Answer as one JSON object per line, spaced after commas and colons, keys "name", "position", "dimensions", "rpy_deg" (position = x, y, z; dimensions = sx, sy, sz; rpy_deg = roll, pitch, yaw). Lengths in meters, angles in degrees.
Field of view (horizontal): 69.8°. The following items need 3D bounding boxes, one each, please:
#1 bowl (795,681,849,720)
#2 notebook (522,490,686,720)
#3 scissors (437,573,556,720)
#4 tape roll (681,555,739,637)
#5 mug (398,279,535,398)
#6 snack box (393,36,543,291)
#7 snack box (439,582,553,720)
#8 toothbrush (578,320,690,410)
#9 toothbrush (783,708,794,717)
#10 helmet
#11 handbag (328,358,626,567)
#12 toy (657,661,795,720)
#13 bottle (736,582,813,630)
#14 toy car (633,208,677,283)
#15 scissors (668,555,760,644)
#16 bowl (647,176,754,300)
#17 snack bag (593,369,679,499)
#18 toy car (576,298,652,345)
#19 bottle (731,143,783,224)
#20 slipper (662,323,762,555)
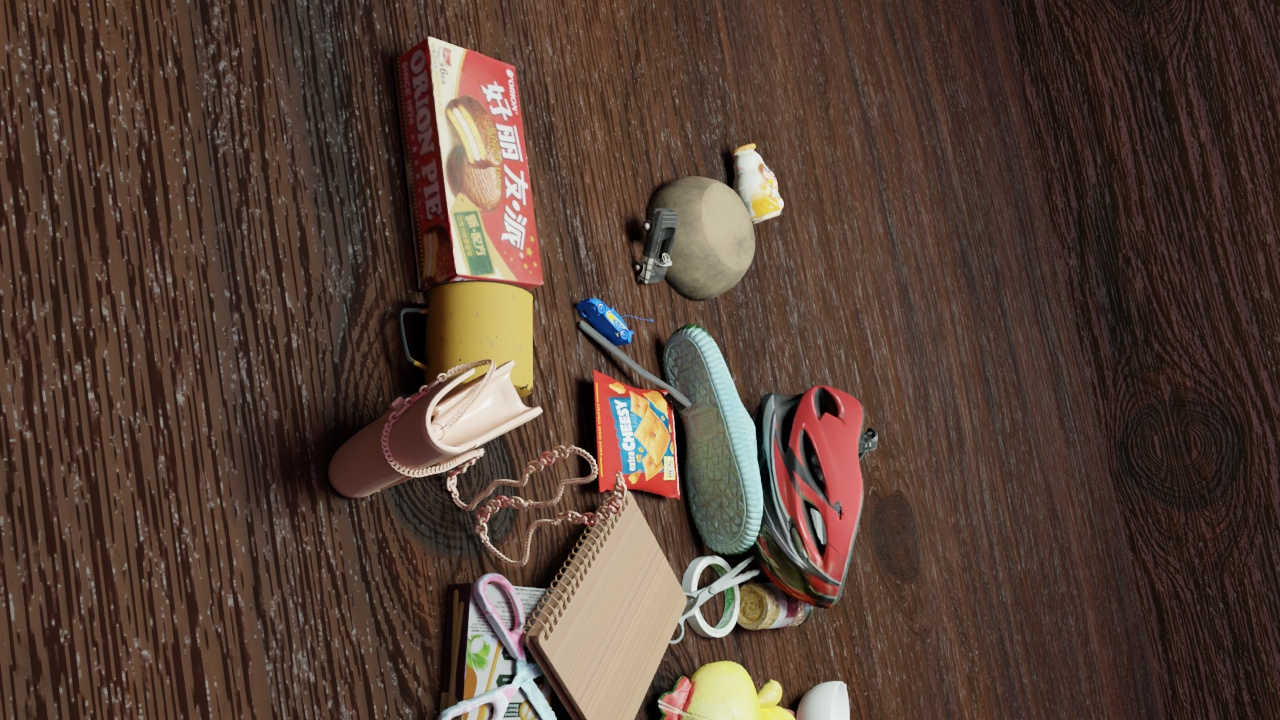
{"name": "bowl", "position": [0.228, 0.463, 1.160], "dimensions": [0.114, 0.051, 0.114], "rpy_deg": [-2, 90, -66]}
{"name": "notebook", "position": [-0.027, 0.250, 0.906], "dimensions": [0.169, 0.022, 0.209], "rpy_deg": [64, 34, -21]}
{"name": "scissors", "position": [-0.118, 0.276, 0.798], "dimensions": [0.174, 0.013, 0.170], "rpy_deg": [-44, 116, -49]}
{"name": "tape roll", "position": [0.084, 0.279, 1.085], "dimensions": [0.093, 0.018, 0.093], "rpy_deg": [19, 65, -46]}
{"name": "mug", "position": [-0.158, -0.014, 0.833], "dimensions": [0.123, 0.101, 0.094], "rpy_deg": [4, 76, -24]}
{"name": "snack box", "position": [-0.167, -0.182, 0.897], "dimensions": [0.113, 0.060, 0.236], "rpy_deg": [2, 77, -51]}
{"name": "snack box", "position": [-0.127, 0.297, 0.817], "dimensions": [0.101, 0.032, 0.185], "rpy_deg": [20, 64, -45]}
{"name": "toothbrush", "position": [-0.006, 0.006, 1.043], "dimensions": [0.167, 0.013, 0.012], "rpy_deg": [39, 27, -21]}
{"name": "toothbrush", "position": [0.125, 0.415, 1.097], "dimensions": [0.184, 0.016, 0.015], "rpy_deg": [28, 58, -39]}
{"name": "helmet", "position": [0.202, 0.164, 1.127], "dimensions": [0.218, 0.167, 0.271], "rpy_deg": [92, 2, -67]}
{"name": "handbag", "position": [-0.135, 0.104, 0.737], "dimensions": [0.116, 0.199, 0.187], "rpy_deg": [-36, 98, -49]}
{"name": "toy", "position": [0.104, 0.407, 1.012], "dimensions": [0.207, 0.092, 0.133], "rpy_deg": [37, 65, -44]}
{"name": "bottle", "position": [0.165, 0.305, 1.143], "dimensions": [0.105, 0.056, 0.056], "rpy_deg": [14, 68, -47]}
{"name": "toy car", "position": [0.022, -0.137, 1.106], "dimensions": [0.040, 0.037, 0.092], "rpy_deg": [-12, 120, -52]}
{"name": "scissors", "position": [0.074, 0.277, 1.043], "dimensions": [0.159, 0.014, 0.120], "rpy_deg": [8, 71, -24]}
{"name": "bowl", "position": [0.086, -0.163, 1.185], "dimensions": [0.162, 0.070, 0.162], "rpy_deg": [19, 65, -46]}
{"name": "snack bag", "position": [-0.005, 0.086, 1.022], "dimensions": [0.144, 0.039, 0.130], "rpy_deg": [16, 65, -51]}
{"name": "toy car", "position": [-0.025, -0.054, 1.043], "dimensions": [0.092, 0.033, 0.061], "rpy_deg": [49, 53, -29]}
{"name": "bottle", "position": [0.162, -0.252, 1.309], "dimensions": [0.063, 0.063, 0.109], "rpy_deg": [-25, 98, -51]}
{"name": "slipper", "position": [0.095, 0.090, 1.087], "dimensions": [0.069, 0.116, 0.276], "rpy_deg": [-8, 80, -39]}
